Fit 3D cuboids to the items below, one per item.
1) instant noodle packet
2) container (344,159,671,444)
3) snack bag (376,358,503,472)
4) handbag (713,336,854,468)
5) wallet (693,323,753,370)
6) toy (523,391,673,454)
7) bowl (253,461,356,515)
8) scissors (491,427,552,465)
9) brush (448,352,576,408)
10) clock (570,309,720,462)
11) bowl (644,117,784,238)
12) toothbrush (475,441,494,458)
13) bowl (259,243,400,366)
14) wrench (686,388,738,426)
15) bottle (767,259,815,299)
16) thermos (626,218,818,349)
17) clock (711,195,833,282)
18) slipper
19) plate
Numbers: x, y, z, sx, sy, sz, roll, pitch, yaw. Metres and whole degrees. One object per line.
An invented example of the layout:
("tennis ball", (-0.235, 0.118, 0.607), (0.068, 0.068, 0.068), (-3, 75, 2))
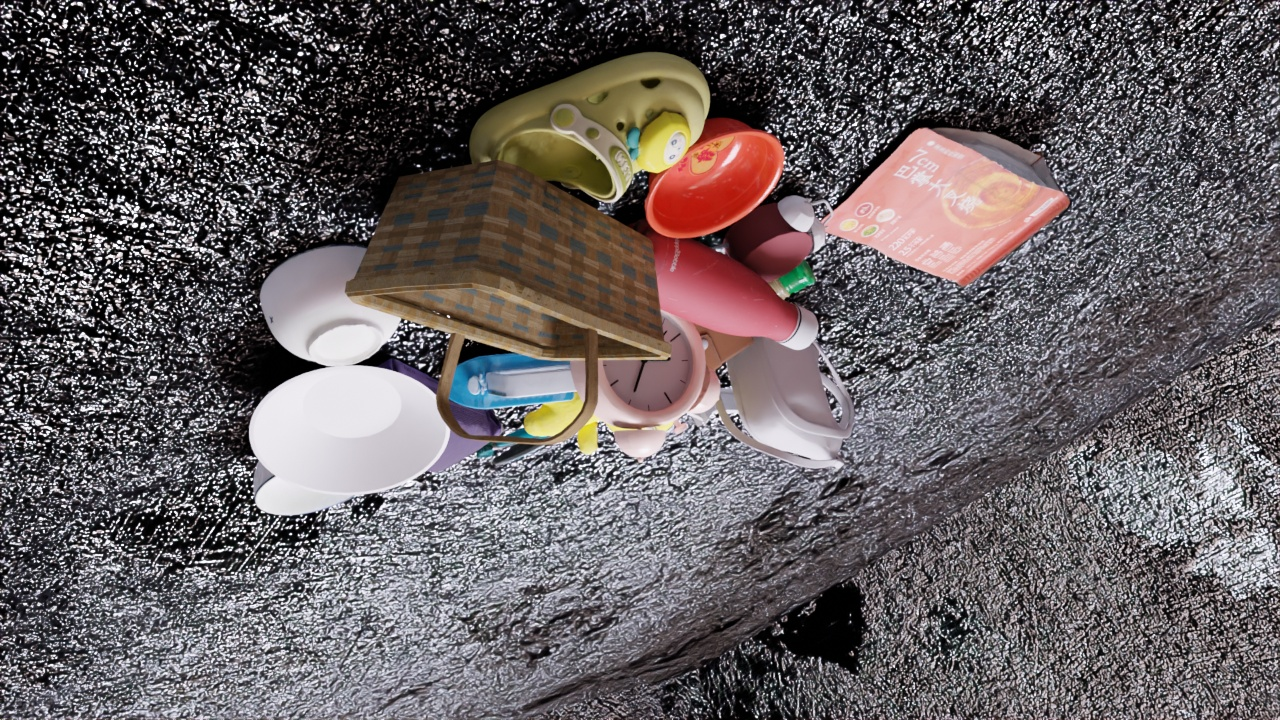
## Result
("instant noodle packet", (0.322, -0.169, 0.996), (0.220, 0.083, 0.165), (6, 146, -32))
("container", (-0.095, -0.028, 0.730), (0.158, 0.186, 0.249), (0, 169, 34))
("snack bag", (-0.236, 0.068, 0.972), (0.096, 0.058, 0.205), (-31, 152, 13))
("handbag", (0.193, 0.048, 1.119), (0.096, 0.215, 0.222), (-31, 145, 34))
("wallet", (0.063, -0.025, 1.002), (0.120, 0.087, 0.013), (-32, -159, -17))
("toy", (-0.033, 0.033, 1.035), (0.207, 0.092, 0.134), (-15, 117, -14))
("bowl", (-0.341, 0.104, 0.947), (0.118, 0.062, 0.118), (-20, 154, -10))
("scissors", (-0.122, 0.090, 1.145), (0.131, 0.019, 0.149), (-45, 148, 17))
("brush", (-0.134, 0.021, 0.939), (0.135, 0.055, 0.075), (-6, -172, -17))
("clock", (-0.005, 0.005, 0.920), (0.130, 0.160, 0.086), (-37, -177, -28))
("bowl", (0.056, -0.165, 0.795), (0.130, 0.045, 0.131), (-19, 153, -10))
("toothbrush", (-0.260, 0.116, 1.088), (0.189, 0.017, 0.016), (-5, 147, -34))
("bowl", (-0.249, -0.037, 0.760), (0.113, 0.063, 0.114), (-19, 154, -10))
("wrench", (0.102, 0.044, 1.216), (0.018, 0.086, 0.272), (-36, 162, 23))
("bottle", (0.141, -0.077, 1.035), (0.111, 0.043, 0.043), (-33, 153, 18))
("thermos", (0.082, -0.064, 0.901), (0.239, 0.073, 0.073), (20, 132, -31))
("clock", (0.139, -0.125, 0.941), (0.125, 0.044, 0.087), (-31, 153, 14))
("slipper", (-0.031, -0.165, 0.686), (0.190, 0.081, 0.092), (-17, 151, -9))
("plate", (-0.266, 0.055, 0.849), (0.174, 0.036, 0.174), (-9, 136, -9))
